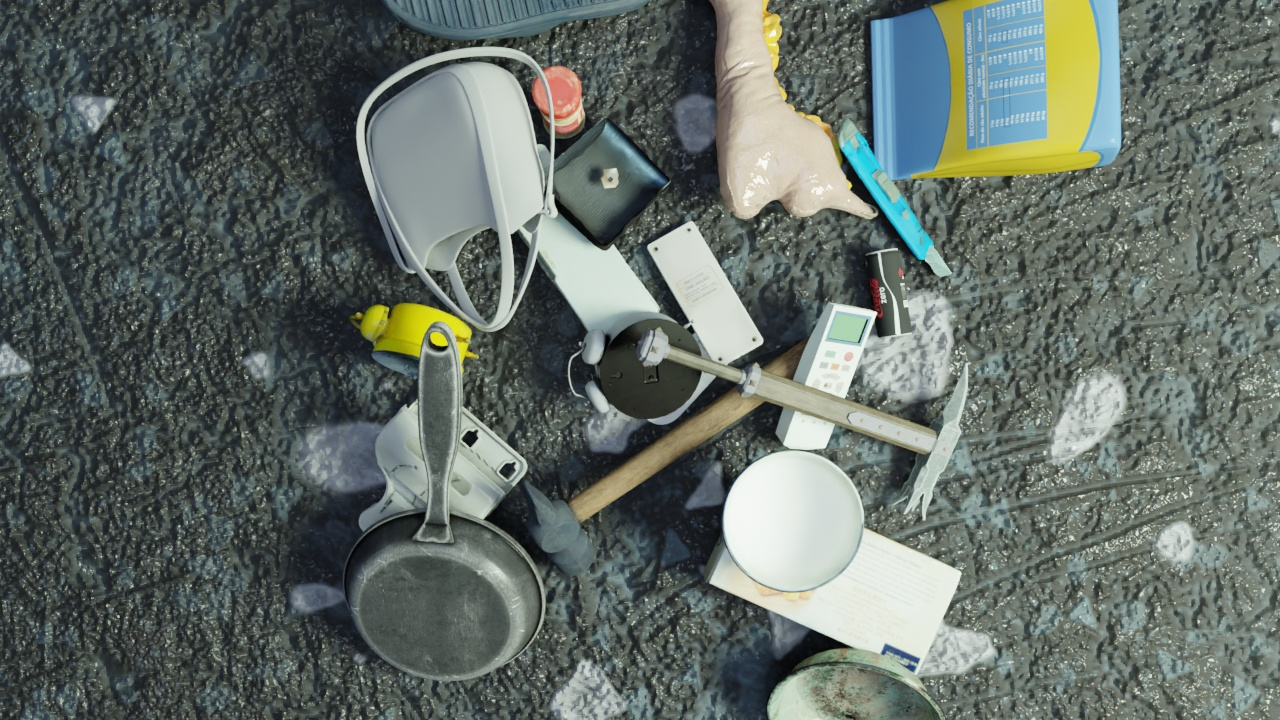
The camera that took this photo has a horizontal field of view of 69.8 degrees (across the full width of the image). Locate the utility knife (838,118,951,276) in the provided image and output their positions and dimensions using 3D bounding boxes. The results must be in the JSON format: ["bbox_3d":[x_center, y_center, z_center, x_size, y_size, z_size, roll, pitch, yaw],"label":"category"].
[{"bbox_3d":[0.236,-0.146,0.850,0.031,0.015,0.178,-44,104,-20],"label":"utility knife"}]

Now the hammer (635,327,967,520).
[{"bbox_3d":[0.144,0.029,0.804,0.316,0.028,0.147,19,99,-17],"label":"hammer"}]

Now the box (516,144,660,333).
[{"bbox_3d":[-0.061,-0.105,0.856,0.083,0.066,0.199,-37,88,20],"label":"box"}]

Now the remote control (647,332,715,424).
[{"bbox_3d":[0.052,0.005,0.869,0.043,0.013,0.136,43,91,1],"label":"remote control"}]

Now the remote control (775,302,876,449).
[{"bbox_3d":[0.165,0.015,0.837,0.049,0.024,0.143,7,111,-28],"label":"remote control"}]

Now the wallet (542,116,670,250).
[{"bbox_3d":[-0.033,-0.161,0.840,0.089,0.026,0.114,44,59,-4],"label":"wallet"}]

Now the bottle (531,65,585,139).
[{"bbox_3d":[-0.072,-0.229,0.825,0.044,0.109,0.044,0,91,-1],"label":"bottle"}]

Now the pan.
[{"bbox_3d":[-0.176,0.140,0.802,0.187,0.055,0.357,5,115,2],"label":"pan"}]

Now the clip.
[{"bbox_3d":[-0.197,0.113,0.845,0.126,0.097,0.152,41,81,4],"label":"clip"}]

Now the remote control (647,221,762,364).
[{"bbox_3d":[0.060,-0.062,0.860,0.050,0.011,0.135,-30,79,1],"label":"remote control"}]

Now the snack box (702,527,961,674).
[{"bbox_3d":[0.174,0.195,0.845,0.208,0.057,0.104,24,90,1],"label":"snack box"}]

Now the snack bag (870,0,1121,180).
[{"bbox_3d":[0.315,-0.247,0.829,0.205,0.102,0.159,-2,90,21],"label":"snack bag"}]

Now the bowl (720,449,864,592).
[{"bbox_3d":[0.126,0.133,0.786,0.118,0.062,0.118,0,89,1],"label":"bowl"}]

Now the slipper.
[{"bbox_3d":[-0.112,-0.343,0.847,0.263,0.083,0.101,-11,94,-18],"label":"slipper"}]

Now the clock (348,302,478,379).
[{"bbox_3d":[-0.211,-0.017,0.840,0.119,0.083,0.057,15,75,3],"label":"clock"}]

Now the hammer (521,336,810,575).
[{"bbox_3d":[0.038,0.071,0.837,0.321,0.129,0.040,-33,51,-8],"label":"hammer"}]

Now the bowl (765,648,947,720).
[{"bbox_3d":[0.194,0.312,0.826,0.157,0.038,0.158,8,124,12],"label":"bowl"}]

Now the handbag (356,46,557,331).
[{"bbox_3d":[-0.151,-0.135,0.797,0.216,0.095,0.222,-15,90,40],"label":"handbag"}]

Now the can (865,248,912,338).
[{"bbox_3d":[0.231,-0.062,0.856,0.031,0.031,0.080,-9,90,1],"label":"can"}]

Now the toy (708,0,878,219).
[{"bbox_3d":[0.128,-0.257,0.852,0.196,0.065,0.264,3,82,-17],"label":"toy"}]

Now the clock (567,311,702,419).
[{"bbox_3d":[-0.005,0.005,0.826,0.122,0.035,0.095,-9,112,-12],"label":"clock"}]
